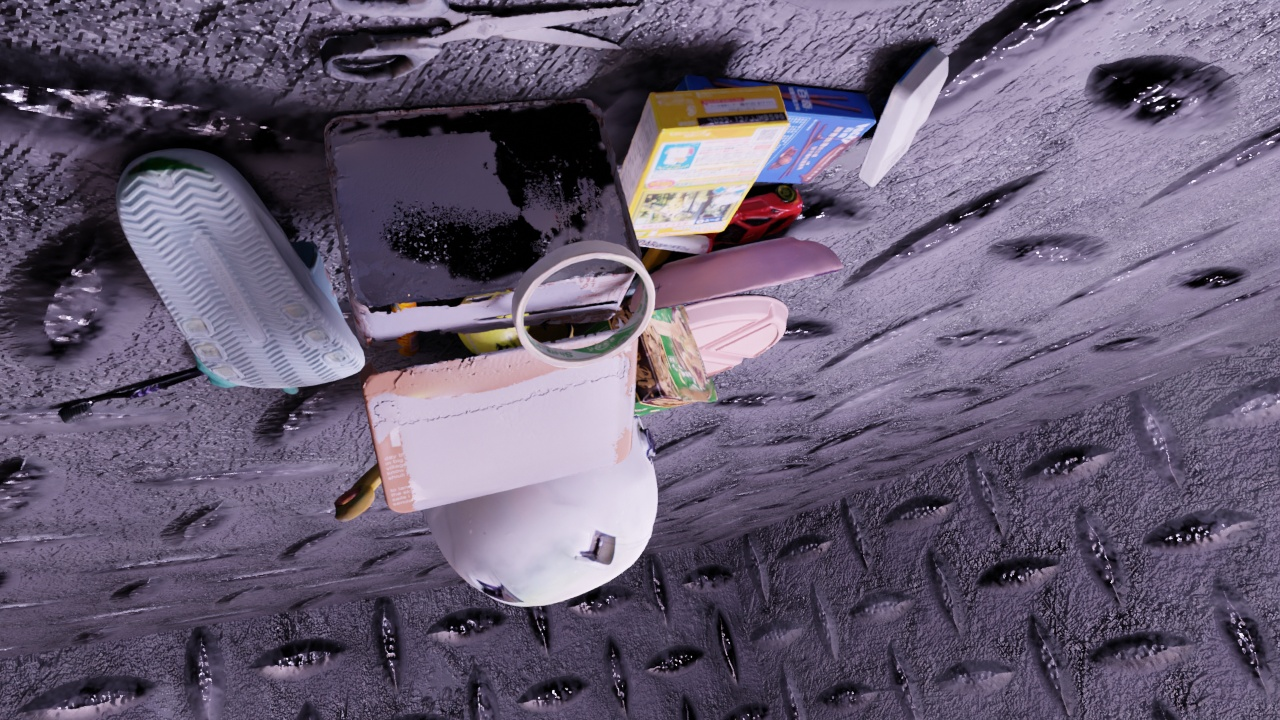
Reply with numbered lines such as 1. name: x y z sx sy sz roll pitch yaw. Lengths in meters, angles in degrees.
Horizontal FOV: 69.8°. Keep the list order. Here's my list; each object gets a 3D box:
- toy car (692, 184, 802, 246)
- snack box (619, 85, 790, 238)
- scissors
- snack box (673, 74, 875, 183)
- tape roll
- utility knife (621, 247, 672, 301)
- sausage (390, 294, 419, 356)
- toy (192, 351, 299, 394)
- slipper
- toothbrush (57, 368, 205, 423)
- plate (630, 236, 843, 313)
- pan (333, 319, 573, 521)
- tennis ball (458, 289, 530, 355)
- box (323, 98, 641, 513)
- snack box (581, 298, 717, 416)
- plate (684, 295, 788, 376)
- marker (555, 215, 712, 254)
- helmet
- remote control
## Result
1. toy car: 0.086 -0.117 0.773 0.106 0.031 0.049 -15 163 -23
2. snack box: 0.034 -0.129 0.618 0.086 0.033 0.141 -8 159 -16
3. scissors: -0.088 -0.180 0.490 0.164 0.014 0.164 -20 163 16
4. snack box: 0.081 -0.161 0.655 0.157 0.026 0.085 -4 159 -29
5. tape roll: -0.034 -0.032 0.543 0.085 0.014 0.086 -13 135 -13
6. utility knife: 0.019 -0.102 0.800 0.033 0.015 0.224 -23 167 -26
7. sausage: -0.210 -0.037 0.819 0.021 0.021 0.165 -9 161 -15
8. toy: -0.345 0.007 0.827 0.092 0.030 0.097 -10 149 -10
9. slipper: -0.272 -0.058 0.634 0.104 0.074 0.246 -12 147 -3
10. toothbrush: -0.445 0.026 0.841 0.189 0.016 0.014 -17 157 2
11. plate: 0.082 -0.079 0.821 0.192 0.039 0.192 -12 -176 1
12. pan: -0.160 0.052 0.786 0.198 0.078 0.356 -25 -160 19
13. tennis ball: -0.131 -0.034 0.816 0.065 0.065 0.065 -13 163 -4
14. box: -0.095 -0.030 0.593 0.179 0.269 0.136 -10 -166 -17
15. snack box: -0.006 0.005 0.931 0.106 0.118 0.117 -25 165 27
16. plate: 0.066 -0.017 1.088 0.229 0.028 0.230 -12 163 -4
17. marker: -0.012 -0.101 0.730 0.145 0.017 0.017 6 157 -16
18. helmet: -0.080 0.157 0.890 0.229 0.145 0.258 -23 158 11
19. remote control: 0.192 -0.175 0.673 0.049 0.024 0.125 -47 168 -12
